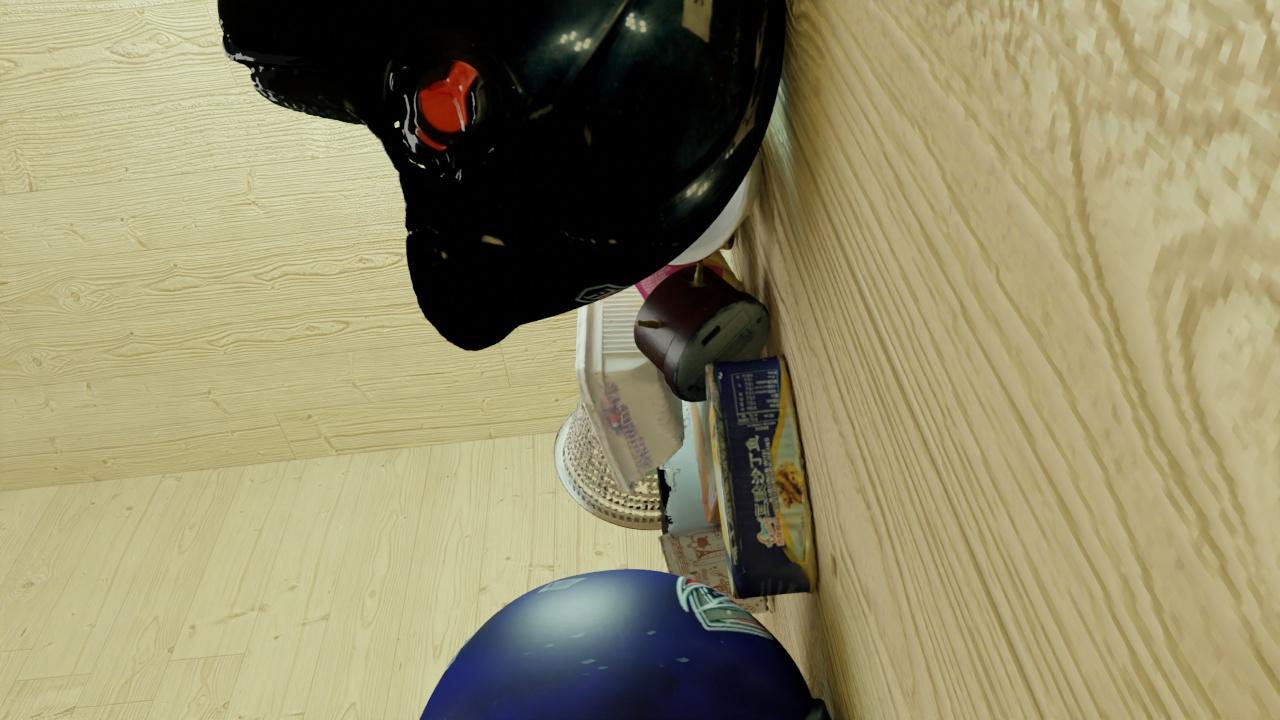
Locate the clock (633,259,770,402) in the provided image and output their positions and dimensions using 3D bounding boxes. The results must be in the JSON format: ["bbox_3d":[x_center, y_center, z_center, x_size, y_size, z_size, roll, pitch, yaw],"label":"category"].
[{"bbox_3d":[0.045,-0.013,0.626,0.055,0.082,0.122,44,178,33],"label":"clock"}]

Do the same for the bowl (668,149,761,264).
[{"bbox_3d":[0.036,-0.125,0.596,0.064,0.118,0.118,-19,-74,-51],"label":"bowl"}]

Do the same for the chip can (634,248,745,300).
[{"bbox_3d":[0.000,-0.108,0.669,0.210,0.071,0.071,55,-169,-19],"label":"chip can"}]

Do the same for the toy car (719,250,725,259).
[{"bbox_3d":[0.056,-0.097,0.937,0.122,0.056,0.037,-109,14,-83],"label":"toy car"}]

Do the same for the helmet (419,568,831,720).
[{"bbox_3d":[-0.001,0.256,0.540,0.316,0.247,0.239,65,-160,-52],"label":"helmet"}]

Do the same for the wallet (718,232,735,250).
[{"bbox_3d":[0.023,-0.137,0.795,0.033,0.115,0.090,-32,-59,-57],"label":"wallet"}]

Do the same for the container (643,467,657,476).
[{"bbox_3d":[0.038,0.058,0.944,0.090,0.111,0.090,-105,0,-50],"label":"container"}]

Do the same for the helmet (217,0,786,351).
[{"bbox_3d":[-0.043,-0.145,0.453,0.233,0.230,0.275,-20,-74,-74],"label":"helmet"}]

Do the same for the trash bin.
[{"bbox_3d":[0.012,0.061,1.119,0.193,0.227,0.227,100,169,-45],"label":"trash bin"}]

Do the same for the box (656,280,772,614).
[{"bbox_3d":[0.061,0.079,0.794,0.178,0.105,0.261,-94,-8,-50],"label":"box"}]

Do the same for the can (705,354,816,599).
[{"bbox_3d":[0.072,0.070,0.564,0.075,0.049,0.148,82,-177,-73],"label":"can"}]

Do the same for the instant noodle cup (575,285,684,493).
[{"bbox_3d":[-0.004,0.004,0.743,0.173,0.060,0.138,-90,-15,-48],"label":"instant noodle cup"}]

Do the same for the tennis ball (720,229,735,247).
[{"bbox_3d":[0.046,-0.118,0.731,0.065,0.065,0.065,1,-97,-89],"label":"tennis ball"}]
